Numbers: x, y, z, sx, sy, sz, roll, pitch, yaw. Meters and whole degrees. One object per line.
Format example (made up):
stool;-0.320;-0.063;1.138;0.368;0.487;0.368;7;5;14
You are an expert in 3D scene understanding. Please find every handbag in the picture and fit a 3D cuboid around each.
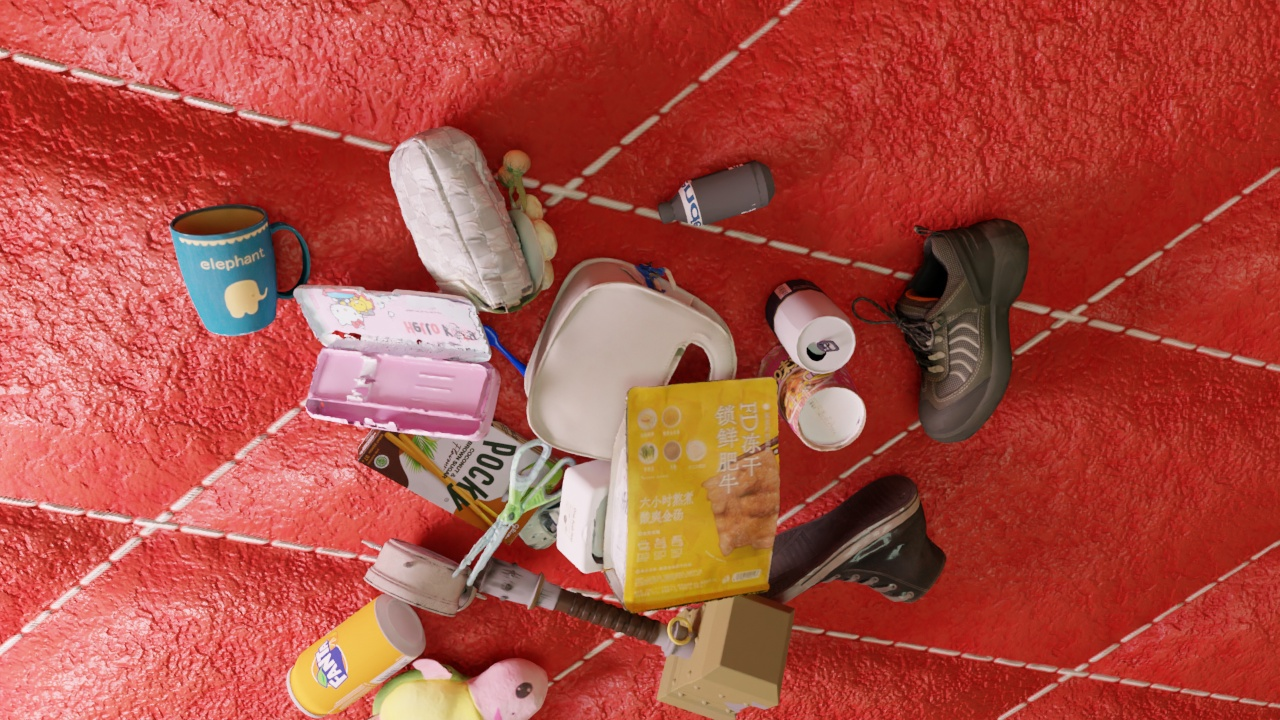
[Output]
handbag;-0.145;-0.132;0.830;0.123;0.113;0.171;-30;107;-23
handbag;-0.005;0.005;0.911;0.199;0.093;0.201;22;106;-19

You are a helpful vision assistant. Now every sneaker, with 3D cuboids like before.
sneaker;0.226;0.237;1.034;0.235;0.095;0.120;-33;112;0
sneaker;0.294;-0.027;0.923;0.143;0.101;0.238;2;107;-12

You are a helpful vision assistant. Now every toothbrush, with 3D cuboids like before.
toothbrush;-0.104;0.024;0.950;0.016;0.018;0.182;-42;113;6

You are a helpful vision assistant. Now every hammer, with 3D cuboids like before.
hammer;-0.022;0.279;0.986;0.325;0.100;0.191;21;149;-6

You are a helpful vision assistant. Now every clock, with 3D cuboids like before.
clock;-0.220;0.232;0.986;0.157;0.103;0.061;35;74;-46

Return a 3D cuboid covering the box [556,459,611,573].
box;-0.025;0.164;0.957;0.102;0.076;0.107;-7;117;-33

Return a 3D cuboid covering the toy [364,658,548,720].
toy;-0.222;0.407;1.053;0.238;0.087;0.190;-23;107;0

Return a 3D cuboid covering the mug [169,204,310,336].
mug;-0.363;-0.084;0.847;0.112;0.084;0.104;-17;123;-30

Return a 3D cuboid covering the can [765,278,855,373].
can;0.166;-0.033;0.894;0.064;0.127;0.064;-2;112;-6

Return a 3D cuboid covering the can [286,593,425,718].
can;-0.313;0.327;1.014;0.142;0.079;0.079;-37;111;9

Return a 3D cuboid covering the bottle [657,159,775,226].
bottle;0.071;-0.156;0.877;0.112;0.047;0.047;-17;113;2

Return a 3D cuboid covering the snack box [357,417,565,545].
snack box;-0.181;0.103;0.944;0.186;0.031;0.101;35;96;-24

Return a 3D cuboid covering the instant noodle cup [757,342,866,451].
instant noodle cup;0.179;0.038;0.934;0.097;0.108;0.098;-2;113;-6

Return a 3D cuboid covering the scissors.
scissors;-0.129;0.164;0.947;0.078;0.033;0.175;33;94;-28

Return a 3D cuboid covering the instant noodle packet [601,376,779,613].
instant noodle packet;0.053;0.124;0.911;0.162;0.084;0.222;-3;109;-21

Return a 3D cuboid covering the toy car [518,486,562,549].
toy car;-0.087;0.170;1.001;0.105;0.033;0.048;-33;113;8

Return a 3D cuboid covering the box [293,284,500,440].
box;-0.227;-0.002;0.862;0.202;0.073;0.150;6;103;21
